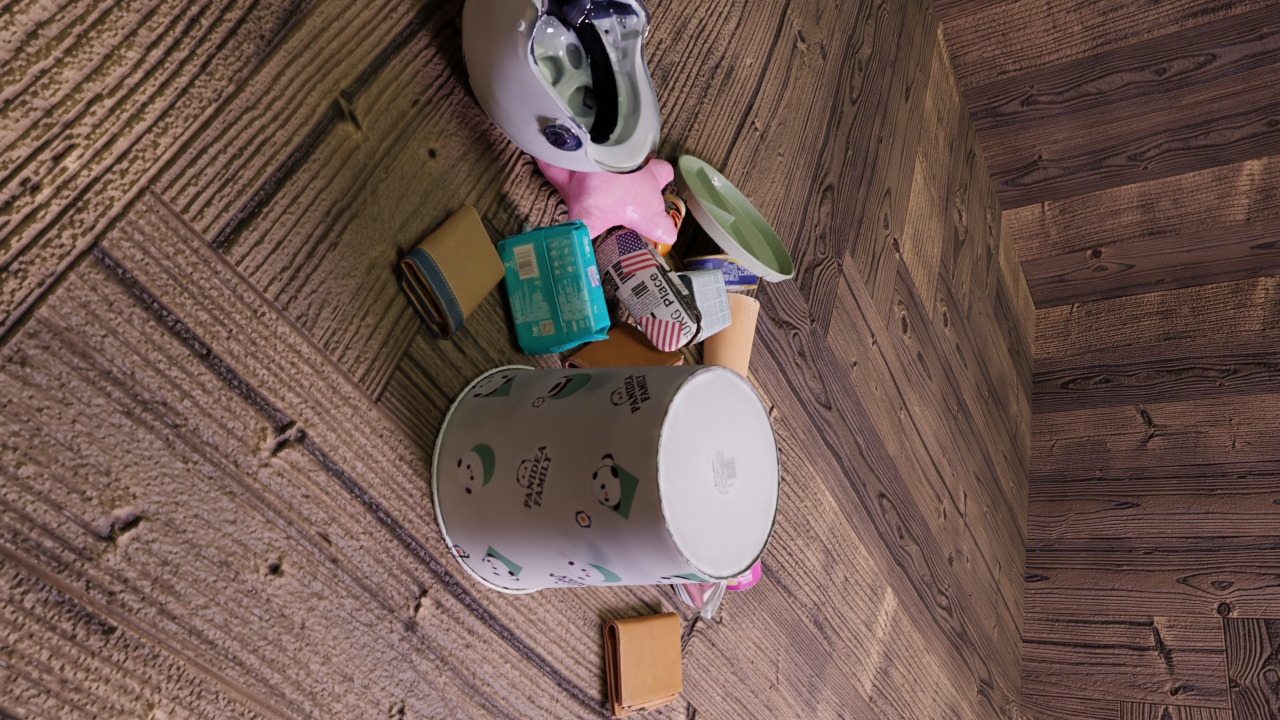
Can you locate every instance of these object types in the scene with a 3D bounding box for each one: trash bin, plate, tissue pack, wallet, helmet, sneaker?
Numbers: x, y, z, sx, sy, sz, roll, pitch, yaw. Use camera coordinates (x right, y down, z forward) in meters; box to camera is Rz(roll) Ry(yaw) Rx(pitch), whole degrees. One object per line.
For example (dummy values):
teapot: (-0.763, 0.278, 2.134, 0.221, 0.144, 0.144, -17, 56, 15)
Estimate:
trash bin: (-0.025, 0.106, 0.851, 0.229, 0.253, 0.229, 10, 77, -49)
plate: (0.129, -0.196, 1.285, 0.230, 0.028, 0.229, 38, 26, -23)
tissue pack: (-0.089, -0.074, 0.956, 0.050, 0.093, 0.133, -29, 108, -71)
wallet: (0.006, 0.352, 1.066, 0.131, 0.031, 0.107, 13, 69, -54)
helmet: (-0.093, -0.309, 0.956, 0.259, 0.146, 0.228, 55, 43, -45)
wallet: (-0.006, 0.006, 1.058, 0.130, 0.119, 0.035, -35, 153, -54)
sneaker: (0.068, 0.228, 1.096, 0.118, 0.088, 0.241, -53, 139, -29)
wallet: (-0.179, -0.087, 0.882, 0.090, 0.033, 0.115, 65, 36, -28)

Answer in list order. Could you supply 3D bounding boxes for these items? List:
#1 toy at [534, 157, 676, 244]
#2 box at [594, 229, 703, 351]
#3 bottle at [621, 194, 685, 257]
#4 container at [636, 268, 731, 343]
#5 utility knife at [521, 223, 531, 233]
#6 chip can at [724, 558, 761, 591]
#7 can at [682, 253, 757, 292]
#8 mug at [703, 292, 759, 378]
toy: (-0.034, -0.212, 1.074, 0.194, 0.075, 0.178, -8, 68, -38)
box: (0.007, -0.084, 1.085, 0.082, 0.075, 0.163, -20, 72, -46)
bottle: (0.024, -0.179, 1.188, 0.067, 0.067, 0.149, 67, 29, -21)
container: (0.058, -0.070, 1.185, 0.111, 0.090, 0.090, -20, 100, -59)
utility knife: (-0.091, -0.088, 1.031, 0.158, 0.013, 0.029, 55, 43, -34)
chip can: (0.114, 0.198, 1.177, 0.071, 0.071, 0.211, -54, 142, -47)
can: (0.115, -0.122, 1.295, 0.147, 0.075, 0.049, -10, 94, -58)
mug: (0.122, -0.025, 1.290, 0.078, 0.078, 0.122, 26, 68, -52)
